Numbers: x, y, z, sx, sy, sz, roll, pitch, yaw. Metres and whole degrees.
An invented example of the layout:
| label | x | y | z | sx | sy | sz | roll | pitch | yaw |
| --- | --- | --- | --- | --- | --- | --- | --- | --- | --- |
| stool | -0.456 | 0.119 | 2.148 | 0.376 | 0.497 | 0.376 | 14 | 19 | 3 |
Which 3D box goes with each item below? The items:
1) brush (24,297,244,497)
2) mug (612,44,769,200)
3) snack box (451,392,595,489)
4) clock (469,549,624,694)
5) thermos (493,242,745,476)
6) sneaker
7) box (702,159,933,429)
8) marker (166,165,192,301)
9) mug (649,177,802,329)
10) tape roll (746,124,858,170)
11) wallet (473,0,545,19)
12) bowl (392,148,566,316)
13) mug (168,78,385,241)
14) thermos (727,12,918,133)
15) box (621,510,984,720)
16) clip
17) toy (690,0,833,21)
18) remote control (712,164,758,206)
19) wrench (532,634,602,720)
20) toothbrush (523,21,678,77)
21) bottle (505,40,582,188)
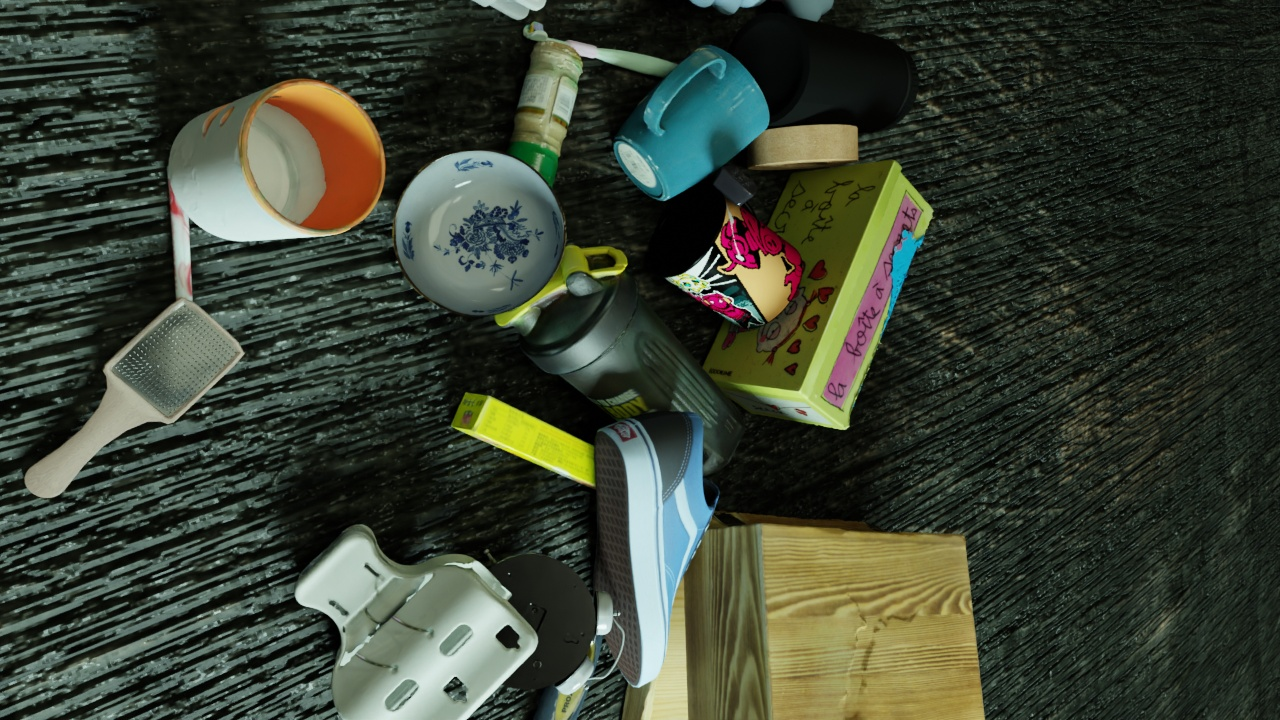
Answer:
| label | x | y | z | sx | sy | sz | roll | pitch | yaw |
| --- | --- | --- | --- | --- | --- | --- | --- | --- | --- |
| brush | -0.295 | 0.026 | 0.527 | 0.135 | 0.015 | 0.050 | -48 | 113 | -15 |
| mug | 0.034 | -0.186 | 0.704 | 0.104 | 0.112 | 0.084 | -43 | 73 | -11 |
| snack box | -0.069 | 0.065 | 0.691 | 0.148 | 0.040 | 0.029 | 29 | 76 | -34 |
| clock | -0.071 | 0.193 | 0.674 | 0.122 | 0.035 | 0.094 | 25 | 81 | -5 |
| thermos | -0.004 | 0.004 | 0.704 | 0.221 | 0.098 | 0.098 | 44 | 69 | -35 |
| sneaker | 0.022 | 0.147 | 0.703 | 0.098 | 0.083 | 0.242 | -14 | 121 | -26 |
| box | 0.153 | -0.060 | 0.793 | 0.079 | 0.125 | 0.220 | 33 | 77 | -36 |
| marker | -0.273 | -0.048 | 0.548 | 0.012 | 0.013 | 0.142 | -5 | 97 | -36 |
| mug | 0.071 | -0.099 | 0.762 | 0.098 | 0.082 | 0.117 | 30 | 49 | -34 |
| tape roll | 0.138 | -0.182 | 0.787 | 0.093 | 0.094 | 0.027 | -8 | 99 | -36 |
| wallet | -0.109 | -0.311 | 0.629 | 0.115 | 0.038 | 0.118 | 20 | 79 | -36 |
| bowl | -0.108 | -0.085 | 0.632 | 0.114 | 0.045 | 0.114 | 0 | 88 | -3 |
| mug | -0.209 | -0.110 | 0.524 | 0.082 | 0.105 | 0.082 | -4 | 96 | -47 |
| thermos | 0.169 | -0.244 | 0.799 | 0.198 | 0.086 | 0.086 | -10 | 100 | -44 |
| box | 0.140 | 0.255 | 0.805 | 0.278 | 0.193 | 0.251 | 10 | 73 | -36 |
| clip | -0.160 | 0.178 | 0.621 | 0.152 | 0.101 | 0.126 | 44 | 82 | 7 |
| toy | 0.092 | -0.335 | 0.736 | 0.222 | 0.120 | 0.171 | 34 | 70 | -39 |
| remote control | 0.078 | -0.142 | 0.738 | 0.032 | 0.136 | 0.015 | 42 | 106 | -2 |
| wrench | -0.092 | 0.337 | 0.711 | 0.073 | 0.022 | 0.273 | 28 | 78 | -28 |
| toothbrush | -0.021 | -0.238 | 0.713 | 0.154 | 0.022 | 0.015 | 2 | 119 | -38 |
| bottle | -0.073 | -0.174 | 0.666 | 0.043 | 0.043 | 0.111 | 17 | 83 | -36 |
